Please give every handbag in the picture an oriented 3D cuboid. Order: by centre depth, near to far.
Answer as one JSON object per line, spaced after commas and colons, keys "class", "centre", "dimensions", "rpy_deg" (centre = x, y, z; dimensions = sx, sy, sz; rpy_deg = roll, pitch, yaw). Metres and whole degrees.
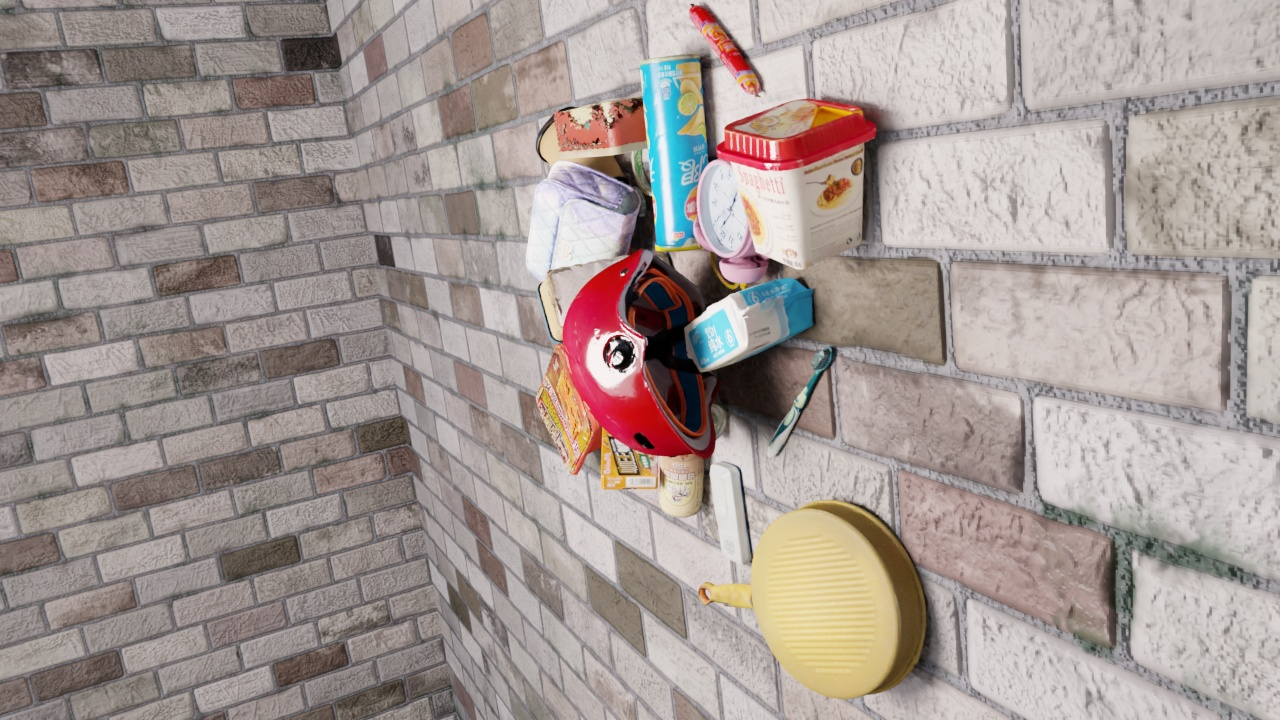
{"class": "handbag", "centre": [-0.079, -0.161, 1.214], "dimensions": [0.134, 0.075, 0.194], "rpy_deg": [24, 143, 6]}

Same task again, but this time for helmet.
{"class": "helmet", "centre": [-0.006, 0.006, 1.040], "dimensions": [0.144, 0.206, 0.239], "rpy_deg": [-16, 72, 25]}

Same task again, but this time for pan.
{"class": "pan", "centre": [0.159, 0.258, 1.001], "dimensions": [0.358, 0.078, 0.197], "rpy_deg": [-20, 78, 50]}

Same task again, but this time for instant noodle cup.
{"class": "instant noodle cup", "centre": [0.144, -0.159, 0.828], "dimensions": [0.116, 0.116, 0.124], "rpy_deg": [36, 146, 54]}
{"class": "instant noodle cup", "centre": [-0.097, 0.072, 1.456], "dimensions": [0.164, 0.079, 0.189], "rpy_deg": [64, 153, 25]}

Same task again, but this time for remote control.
{"class": "remote control", "centre": [0.111, 0.190, 1.148], "dimensions": [0.049, 0.024, 0.125], "rpy_deg": [9, 110, 64]}

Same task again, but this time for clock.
{"class": "clock", "centre": [0.104, -0.146, 0.962], "dimensions": [0.117, 0.059, 0.159], "rpy_deg": [58, 151, 36]}

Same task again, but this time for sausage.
{"class": "sausage", "centre": [0.087, -0.326, 0.958], "dimensions": [0.155, 0.020, 0.020], "rpy_deg": [62, 151, 29]}

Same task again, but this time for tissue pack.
{"class": "tissue pack", "centre": [0.111, -0.039, 0.962], "dimensions": [0.140, 0.089, 0.063], "rpy_deg": [-34, 75, 63]}

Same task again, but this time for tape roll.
{"class": "tape roll", "centre": [0.014, -0.250, 1.151], "dimensions": [0.086, 0.013, 0.086], "rpy_deg": [39, 135, 53]}

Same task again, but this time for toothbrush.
{"class": "toothbrush", "centre": [0.165, 0.049, 0.977], "dimensions": [0.016, 0.018, 0.192], "rpy_deg": [60, 150, 31]}

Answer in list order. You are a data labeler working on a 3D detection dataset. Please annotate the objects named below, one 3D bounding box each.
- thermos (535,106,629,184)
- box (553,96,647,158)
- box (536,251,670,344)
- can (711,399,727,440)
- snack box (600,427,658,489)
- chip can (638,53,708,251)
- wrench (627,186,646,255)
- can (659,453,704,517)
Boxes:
{"class": "thermos", "centre": [-0.077, -0.275, 1.252], "dimensions": [0.143, 0.092, 0.093], "rpy_deg": [54, 147, 25]}
{"class": "box", "centre": [-0.040, -0.291, 1.118], "dimensions": [0.168, 0.091, 0.076], "rpy_deg": [18, 121, 61]}
{"class": "box", "centre": [-0.044, -0.079, 1.156], "dimensions": [0.060, 0.184, 0.089], "rpy_deg": [132, 126, -67]}
{"class": "can", "centre": [0.049, 0.056, 1.172], "dimensions": [0.147, 0.057, 0.058], "rpy_deg": [31, 129, 57]}
{"class": "snack box", "centre": [-0.015, 0.118, 1.244], "dimensions": [0.153, 0.075, 0.026], "rpy_deg": [-91, 2, -58]}
{"class": "chip can", "centre": [0.042, -0.232, 1.034], "dimensions": [0.071, 0.071, 0.210], "rpy_deg": [20, 120, 61]}
{"class": "wrench", "centre": [-0.020, -0.122, 1.266], "dimensions": [0.274, 0.016, 0.056], "rpy_deg": [97, 150, -42]}
{"class": "can", "centre": [0.054, 0.143, 1.203], "dimensions": [0.058, 0.058, 0.116], "rpy_deg": [39, 136, 53]}
